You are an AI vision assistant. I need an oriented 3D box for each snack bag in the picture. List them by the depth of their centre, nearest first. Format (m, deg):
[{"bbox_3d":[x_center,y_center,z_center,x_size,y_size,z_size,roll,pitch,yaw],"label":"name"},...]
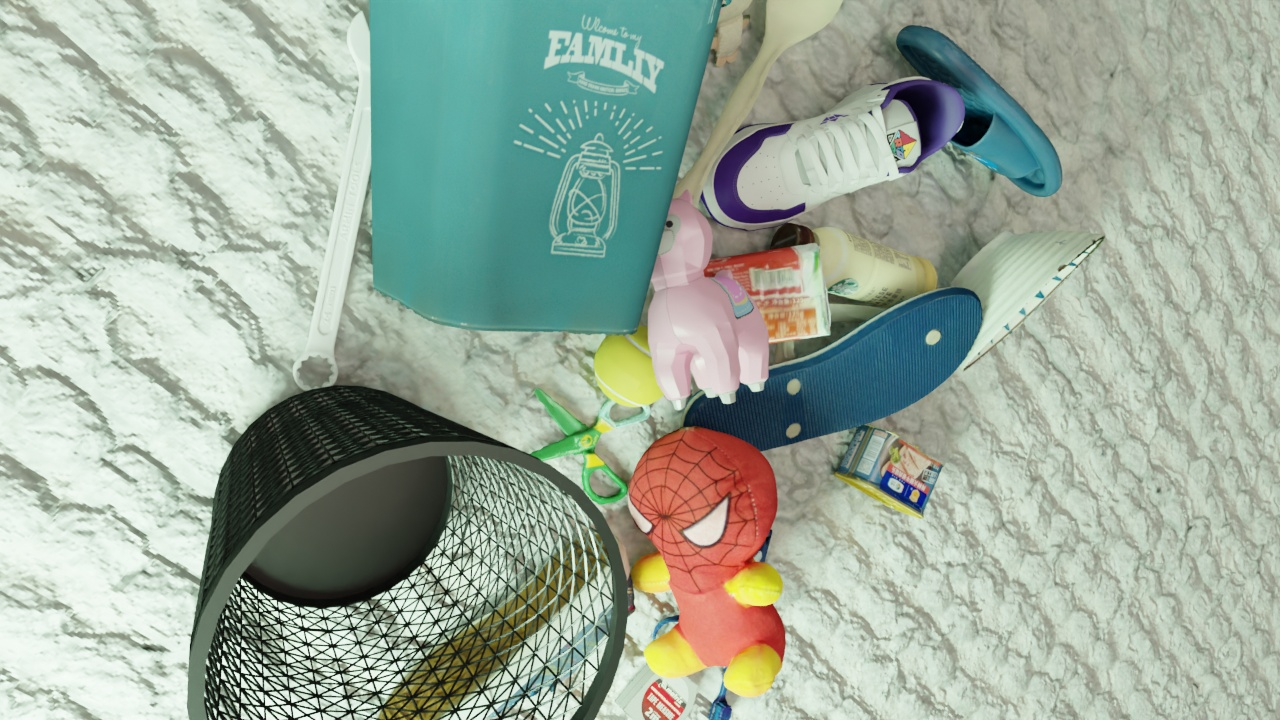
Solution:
[{"bbox_3d":[0.096,-0.051,0.762,0.116,0.036,0.077,-8,104,5],"label":"snack bag"}]

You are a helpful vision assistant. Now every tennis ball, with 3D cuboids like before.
[{"bbox_3d":[-0.004,0.004,0.728,0.065,0.065,0.065,-5,100,-27],"label":"tennis ball"}]

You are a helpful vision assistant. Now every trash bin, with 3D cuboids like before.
[{"bbox_3d":[-0.160,0.120,0.555,0.216,0.243,0.217,-7,105,-27],"label":"trash bin"},{"bbox_3d":[-0.076,-0.140,0.601,0.196,0.199,0.219,0,104,-34],"label":"trash bin"}]

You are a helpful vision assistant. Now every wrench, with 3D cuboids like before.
[{"bbox_3d":[-0.201,-0.111,0.637,0.047,0.009,0.273,11,93,-29],"label":"wrench"}]

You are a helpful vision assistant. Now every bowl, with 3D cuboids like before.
[{"bbox_3d":[0.352,-0.075,0.885,0.177,0.178,0.071,-37,72,-18],"label":"bowl"}]

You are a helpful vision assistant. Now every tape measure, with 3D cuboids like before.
[{"bbox_3d":[0.016,0.298,0.810,0.062,0.020,0.060,-47,116,-15],"label":"tape measure"}]

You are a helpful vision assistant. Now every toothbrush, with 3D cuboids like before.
[{"bbox_3d":[0.094,0.247,0.846,0.016,0.017,0.190,13,91,-29],"label":"toothbrush"}]

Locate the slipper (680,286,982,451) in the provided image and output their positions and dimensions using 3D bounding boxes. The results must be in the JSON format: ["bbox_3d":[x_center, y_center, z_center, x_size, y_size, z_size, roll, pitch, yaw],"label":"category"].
[{"bbox_3d":[0.167,0.010,0.820,0.294,0.060,0.118,-20,123,-10],"label":"slipper"}]

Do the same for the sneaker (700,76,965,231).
[{"bbox_3d":[0.170,-0.173,0.766,0.243,0.111,0.092,-29,110,-21],"label":"sneaker"}]

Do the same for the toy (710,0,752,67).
[{"bbox_3d":[0.057,-0.292,0.728,0.087,0.050,0.112,-39,108,-17],"label":"toy"}]

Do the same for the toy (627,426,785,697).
[{"bbox_3d":[0.056,0.157,0.750,0.098,0.148,0.216,-16,102,-56],"label":"toy"}]

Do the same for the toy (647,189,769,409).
[{"bbox_3d":[0.043,-0.045,0.686,0.123,0.067,0.157,-18,97,-60],"label":"toy"}]

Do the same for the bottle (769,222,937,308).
[{"bbox_3d":[0.191,-0.083,0.823,0.162,0.056,0.056,13,92,-29],"label":"bottle"}]

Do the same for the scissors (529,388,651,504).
[{"bbox_3d":[-0.040,0.061,0.749,0.127,0.011,0.125,-47,117,-16],"label":"scissors"}]

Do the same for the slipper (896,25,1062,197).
[{"bbox_3d":[0.305,-0.223,0.847,0.213,0.103,0.059,40,100,-20],"label":"slipper"}]

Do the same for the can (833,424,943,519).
[{"bbox_3d":[0.239,0.105,0.881,0.099,0.054,0.059,29,83,-29],"label":"can"}]

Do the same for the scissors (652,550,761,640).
[{"bbox_3d":[0.067,0.223,0.820,0.133,0.014,0.127,-37,103,-11],"label":"scissors"}]

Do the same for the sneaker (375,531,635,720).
[{"bbox_3d":[-0.092,0.235,0.711,0.235,0.087,0.079,-37,118,-22],"label":"sneaker"}]

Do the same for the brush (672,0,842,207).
[{"bbox_3d":[0.086,-0.216,0.733,0.062,0.077,0.272,29,79,6],"label":"brush"}]
